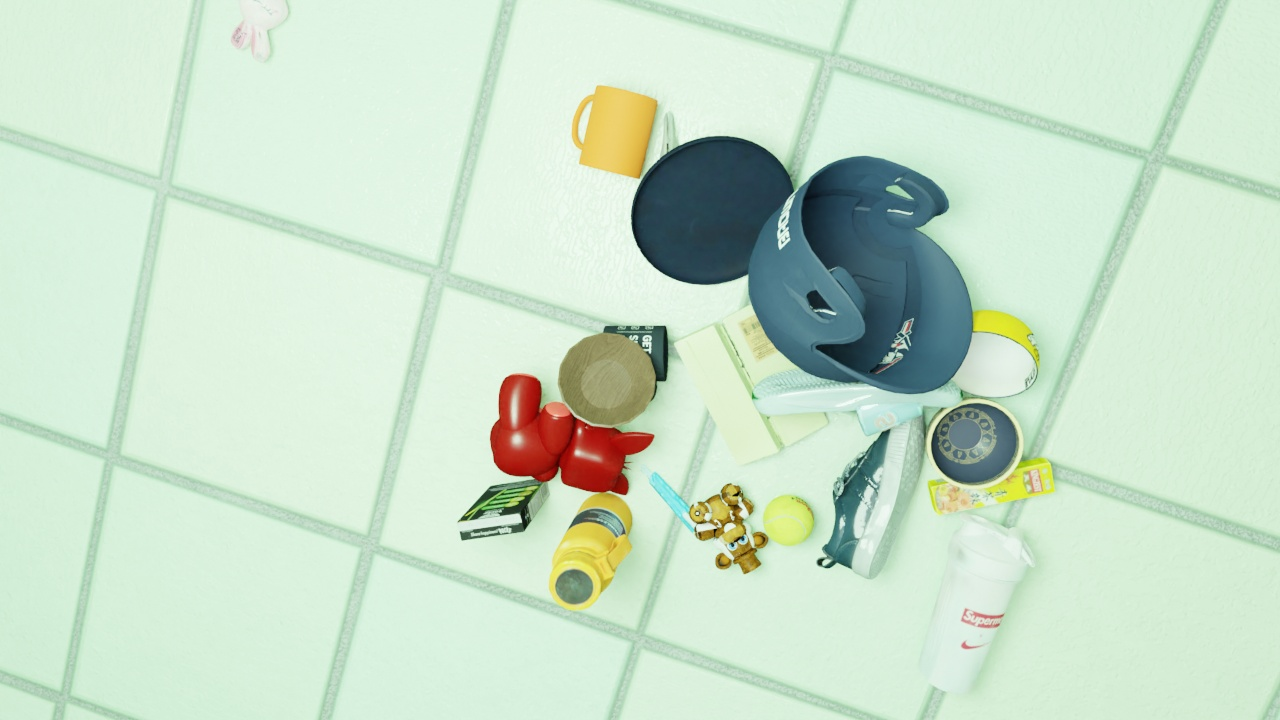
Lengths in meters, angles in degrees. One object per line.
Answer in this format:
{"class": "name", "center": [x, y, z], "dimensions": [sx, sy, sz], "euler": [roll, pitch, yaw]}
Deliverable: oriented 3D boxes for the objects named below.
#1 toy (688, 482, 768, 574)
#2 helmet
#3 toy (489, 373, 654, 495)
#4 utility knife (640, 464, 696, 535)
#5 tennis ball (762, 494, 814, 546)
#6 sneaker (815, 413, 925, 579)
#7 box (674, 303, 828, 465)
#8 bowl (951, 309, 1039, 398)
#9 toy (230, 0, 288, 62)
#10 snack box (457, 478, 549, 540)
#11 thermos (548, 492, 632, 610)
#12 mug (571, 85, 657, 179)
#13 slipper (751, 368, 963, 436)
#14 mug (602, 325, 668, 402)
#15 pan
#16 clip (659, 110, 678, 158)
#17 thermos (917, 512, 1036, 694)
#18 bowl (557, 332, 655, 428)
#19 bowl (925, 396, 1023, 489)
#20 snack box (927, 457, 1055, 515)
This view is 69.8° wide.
{"class": "toy", "center": [0.118, 0.223, 1.194], "dimensions": [0.087, 0.067, 0.112], "euler": [-30, 82, -4]}
{"class": "helmet", "center": [0.250, -0.073, 1.045], "dimensions": [0.272, 0.224, 0.231], "euler": [37, 61, 6]}
{"class": "toy", "center": [-0.094, 0.104, 1.170], "dimensions": [0.197, 0.120, 0.159], "euler": [16, 138, -6]}
{"class": "utility knife", "center": [0.043, 0.184, 1.221], "dimensions": [0.022, 0.015, 0.123], "euler": [-40, 91, -2]}
{"class": "tennis ball", "center": [0.190, 0.206, 1.180], "dimensions": [0.065, 0.065, 0.065], "euler": [1, 100, 7]}
{"class": "sneaker", "center": [0.289, 0.158, 1.154], "dimensions": [0.087, 0.089, 0.235], "euler": [18, 86, 34]}
{"class": "box", "center": [0.142, 0.030, 1.170], "dimensions": [0.141, 0.047, 0.188], "euler": [-25, 96, 8]}
{"class": "bowl", "center": [0.420, -0.017, 1.104], "dimensions": [0.117, 0.067, 0.117], "euler": [18, 144, 13]}
{"class": "toy", "center": [-0.483, -0.438, 1.162], "dimensions": [0.063, 0.047, 0.110], "euler": [25, 105, 11]}
{"class": "snack box", "center": [-0.173, 0.189, 1.179], "dimensions": [0.080, 0.147, 0.025], "euler": [-10, 98, 8]}
{"class": "thermos", "center": [-0.056, 0.226, 1.129], "dimensions": [0.076, 0.232, 0.091], "euler": [36, 101, 0]}
{"class": "mug", "center": [-0.041, -0.282, 1.126], "dimensions": [0.113, 0.077, 0.096], "euler": [21, 103, 32]}
{"class": "slipper", "center": [0.259, 0.048, 1.110], "dimensions": [0.245, 0.103, 0.074], "euler": [-4, 109, 10]}
{"class": "mug", "center": [-0.007, 0.007, 1.158], "dimensions": [0.077, 0.071, 0.105], "euler": [0, 68, 7]}
{"class": "pan", "center": [0.165, -0.182, 1.112], "dimensions": [0.356, 0.021, 0.199], "euler": [-2, 128, -4]}
{"class": "clip", "center": [0.033, -0.253, 1.129], "dimensions": [0.040, 0.101, 0.054], "euler": [-5, 143, 10]}
{"class": "thermos", "center": [0.420, 0.308, 1.160], "dimensions": [0.099, 0.099, 0.221], "euler": [13, 106, 4]}
{"class": "bowl", "center": [-0.041, 0.026, 1.108], "dimensions": [0.118, 0.030, 0.117], "euler": [1, 75, -3]}
{"class": "bowl", "center": [0.407, 0.097, 1.137], "dimensions": [0.112, 0.061, 0.112], "euler": [1, 100, 7]}
{"class": "snack box", "center": [0.442, 0.159, 1.160], "dimensions": [0.148, 0.029, 0.040], "euler": [-13, 98, 9]}
